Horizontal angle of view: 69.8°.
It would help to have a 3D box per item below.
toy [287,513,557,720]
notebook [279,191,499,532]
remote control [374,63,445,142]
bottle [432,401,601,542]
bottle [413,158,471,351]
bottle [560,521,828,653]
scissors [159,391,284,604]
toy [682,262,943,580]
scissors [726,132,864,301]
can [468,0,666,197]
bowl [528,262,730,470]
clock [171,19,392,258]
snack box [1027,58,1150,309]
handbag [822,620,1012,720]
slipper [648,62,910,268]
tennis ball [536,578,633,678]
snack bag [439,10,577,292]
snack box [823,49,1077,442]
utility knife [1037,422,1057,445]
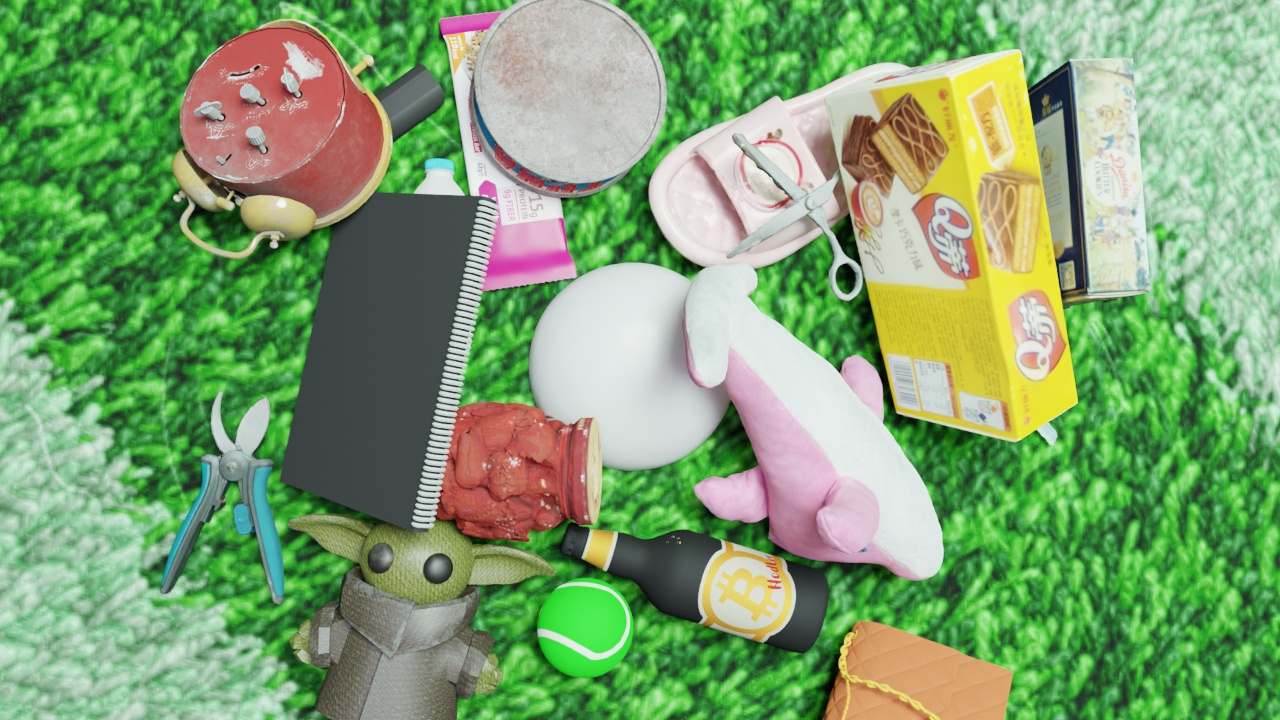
[{"bbox_3d":[-0.157,0.178,0.608,0.179,0.078,0.152,11,87,-1],"label":"toy"},{"bbox_3d":[-0.167,-0.007,0.598,0.149,0.016,0.206,10,87,37],"label":"notebook"},{"bbox_3d":[-0.204,-0.155,0.644,0.146,0.015,0.033,-37,91,-4],"label":"remote control"},{"bbox_3d":[-0.083,0.072,0.607,0.111,0.099,0.099,-1,89,4],"label":"bottle"},{"bbox_3d":[-0.139,-0.070,0.632,0.044,0.044,0.136,0,89,-4],"label":"bottle"},{"bbox_3d":[0.034,0.148,0.632,0.181,0.059,0.059,18,87,-3],"label":"bottle"},{"bbox_3d":[-0.286,0.104,0.630,0.124,0.019,0.155,-28,85,-1],"label":"scissors"},{"bbox_3d":[0.097,0.061,0.611,0.128,0.186,0.265,-30,108,28],"label":"toy"},{"bbox_3d":[0.124,-0.110,0.613,0.174,0.014,0.141,-38,111,-16],"label":"scissors"},{"bbox_3d":[-0.050,-0.181,0.629,0.130,0.044,0.130,1,87,-15],"label":"can"},{"bbox_3d":[-0.004,0.004,0.640,0.149,0.043,0.149,0,89,-4],"label":"bowl"},{"bbox_3d":[-0.240,-0.140,0.590,0.117,0.081,0.158,25,79,14],"label":"clock"},{"bbox_3d":[0.275,-0.107,0.612,0.042,0.144,0.145,-3,89,-2],"label":"snack box"},{"bbox_3d":[0.165,0.261,0.590,0.109,0.060,0.171,18,52,18],"label":"handbag"},{"bbox_3d":[0.113,-0.138,0.647,0.221,0.056,0.107,-27,93,-5],"label":"slipper"},{"bbox_3d":[-0.038,0.181,0.623,0.065,0.065,0.065,0,88,-4],"label":"tennis ball"},{"bbox_3d":[-0.094,-0.151,0.652,0.070,0.016,0.196,-8,89,-6],"label":"snack bag"},{"bbox_3d":[0.199,-0.070,0.587,0.061,0.110,0.230,-25,109,-24],"label":"snack box"},{"bbox_3d":[0.250,-0.001,0.671,0.022,0.015,0.165,-42,90,-3],"label":"utility knife"}]
